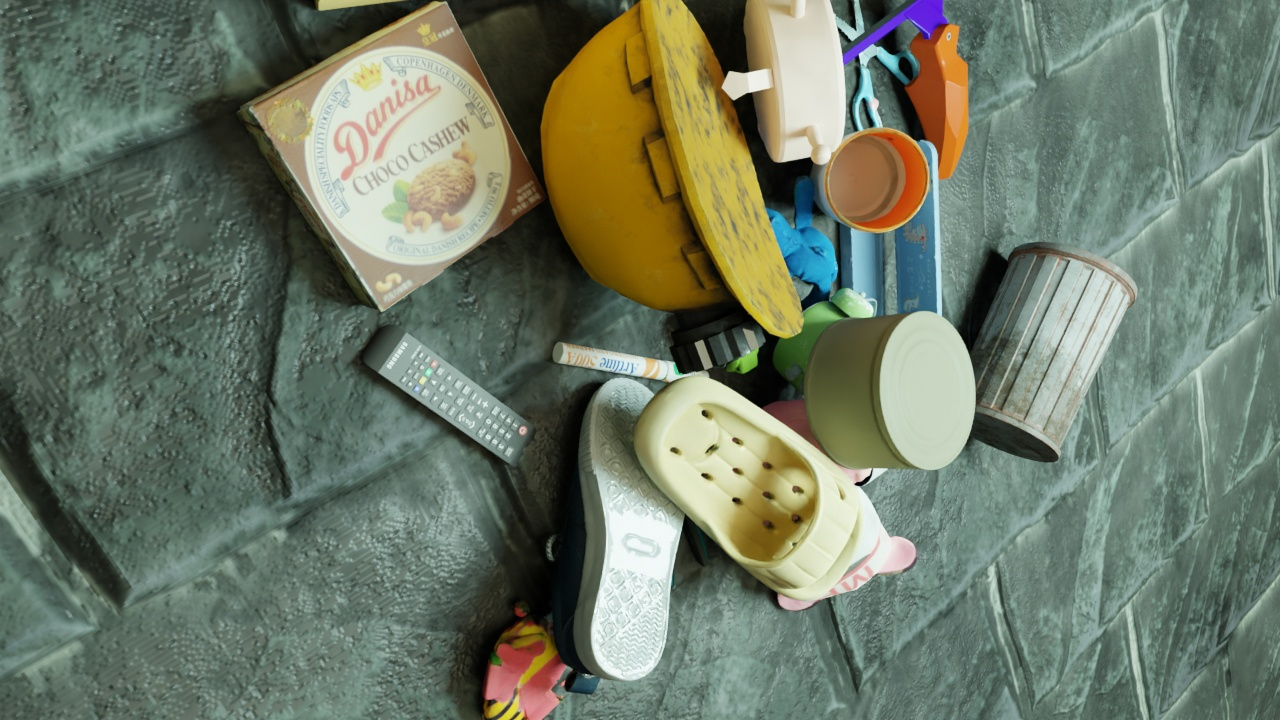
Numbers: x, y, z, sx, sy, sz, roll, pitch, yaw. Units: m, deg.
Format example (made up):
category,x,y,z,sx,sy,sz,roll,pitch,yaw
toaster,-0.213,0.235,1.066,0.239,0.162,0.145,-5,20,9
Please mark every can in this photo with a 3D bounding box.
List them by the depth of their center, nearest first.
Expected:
category,x,y,z,sx,sy,sz,roll,pitch,yaw
can,0.202,0.025,0.738,0.127,0.073,0.127,3,85,-37

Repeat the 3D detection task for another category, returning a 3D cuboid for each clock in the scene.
category,x,y,z,sx,sy,sz,roll,pitch,yaw
clock,0.107,-0.221,0.709,0.086,0.160,0.131,-8,107,9
clock,0.165,-0.014,0.814,0.119,0.042,0.094,-35,148,-14

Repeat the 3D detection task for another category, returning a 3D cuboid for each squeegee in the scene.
category,x,y,z,sx,sy,sz,roll,pitch,yaw
squeegee,0.280,-0.253,0.861,0.249,0.055,0.185,-40,134,-26

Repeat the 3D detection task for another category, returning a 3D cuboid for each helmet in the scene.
category,x,y,z,sx,sy,sz,roll,pitch,yaw
helmet,0.007,-0.117,0.644,0.255,0.131,0.204,69,21,-6

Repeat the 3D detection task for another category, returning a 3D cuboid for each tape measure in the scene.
category,x,y,z,sx,sy,sz,roll,pitch,yaw
tape measure,0.067,-0.018,0.755,0.035,0.066,0.059,-29,106,-19

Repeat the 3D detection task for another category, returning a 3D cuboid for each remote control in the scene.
category,x,y,z,sx,sy,sz,roll,pitch,yaw
remote control,-0.131,0.028,0.653,0.147,0.015,0.033,41,74,-32

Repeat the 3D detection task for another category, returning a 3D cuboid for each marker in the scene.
category,x,y,z,sx,sy,sz,roll,pitch,yaw
marker,-0.004,0.004,0.737,0.145,0.017,0.017,10,92,-35

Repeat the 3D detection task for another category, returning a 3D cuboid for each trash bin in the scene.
category,x,y,z,sx,sy,sz,roll,pitch,yaw
trash bin,0.417,-0.015,0.959,0.130,0.131,0.211,33,80,-34

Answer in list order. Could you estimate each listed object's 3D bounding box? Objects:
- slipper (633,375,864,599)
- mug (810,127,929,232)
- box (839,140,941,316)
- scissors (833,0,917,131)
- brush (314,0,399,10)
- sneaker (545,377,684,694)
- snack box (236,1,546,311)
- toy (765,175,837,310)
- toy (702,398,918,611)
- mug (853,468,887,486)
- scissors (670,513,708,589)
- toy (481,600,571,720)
category,x,y,z,sx,sy,sz,roll,pitch,yaw
slipper,0.102,0.106,0.690,0.261,0.079,0.111,41,85,-31
mug,0.189,-0.153,0.774,0.082,0.105,0.082,1,102,3
box,0.238,-0.096,0.853,0.072,0.079,0.210,-13,105,-36
scissors,0.222,-0.280,0.850,0.119,0.015,0.139,-27,118,-29
brush,-0.066,-0.271,0.538,0.249,0.195,0.075,-19,108,-31
sneaker,-0.025,0.132,0.707,0.089,0.088,0.235,17,65,-28
snack box,-0.154,-0.131,0.595,0.143,0.041,0.147,-39,118,-23
toy,0.117,-0.093,0.777,0.176,0.071,0.112,34,67,-34
toy,0.148,0.135,0.819,0.142,0.084,0.213,-33,113,6
mug,0.222,0.051,0.852,0.096,0.078,0.112,-28,147,-28
scissors,0.022,0.128,0.775,0.131,0.019,0.149,27,83,-36
toy,-0.087,0.239,0.704,0.084,0.046,0.103,16,93,-49
